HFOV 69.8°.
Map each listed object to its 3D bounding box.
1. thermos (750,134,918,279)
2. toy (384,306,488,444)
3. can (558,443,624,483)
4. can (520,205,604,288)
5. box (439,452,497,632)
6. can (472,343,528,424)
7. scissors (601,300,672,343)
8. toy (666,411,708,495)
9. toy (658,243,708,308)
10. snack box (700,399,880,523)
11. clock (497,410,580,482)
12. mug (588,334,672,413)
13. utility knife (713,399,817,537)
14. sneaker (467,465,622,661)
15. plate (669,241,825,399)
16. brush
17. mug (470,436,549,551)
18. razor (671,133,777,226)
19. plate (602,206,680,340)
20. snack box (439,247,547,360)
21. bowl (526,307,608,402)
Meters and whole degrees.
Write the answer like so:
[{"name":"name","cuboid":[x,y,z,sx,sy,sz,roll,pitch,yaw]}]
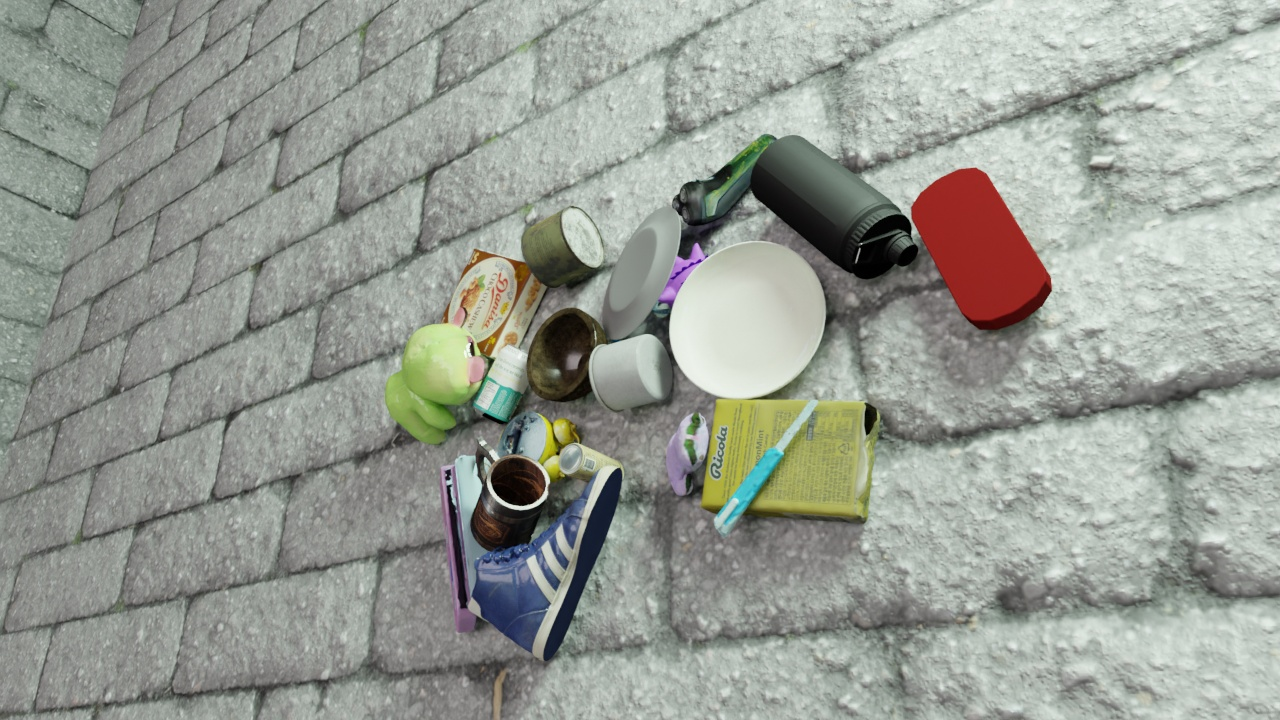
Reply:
[{"name":"thermos","cuboid":[0.209,-0.160,0.986,0.086,0.086,0.198,-49,48,10]},{"name":"toy","cuboid":[-0.288,0.023,1.265,0.197,0.107,0.150,-59,43,39]},{"name":"can","cuboid":[-0.056,0.125,1.072,0.038,0.079,0.038,-17,60,32]},{"name":"can","cuboid":[-0.104,-0.152,1.230,0.075,0.089,0.089,-23,57,30]},{"name":"box","cuboid":[-0.201,0.230,1.177,0.090,0.091,0.214,107,154,-52]},{"name":"can","cuboid":[-0.181,0.032,1.231,0.055,0.055,0.101,24,86,42]},{"name":"scissors","cuboid":[-0.007,-0.076,1.173,0.140,0.013,0.118,-32,54,26]},{"name":"toy","cuboid":[0.052,0.104,1.001,0.100,0.036,0.080,118,155,-67]},{"name":"toy","cuboid":[0.056,-0.089,1.095,0.088,0.056,0.106,-37,75,3]},{"name":"snack box","cuboid":[0.154,0.101,0.940,0.181,0.045,0.121,-2,72,36]},{"name":"clock","cuboid":[-0.124,0.110,1.149,0.119,0.057,0.083,0,70,39]},{"name":"mug","cuboid":[-0.006,0.006,1.095,0.071,0.084,0.112,-15,29,30]},{"name":"utility knife","cuboid":[0.127,0.107,0.915,0.167,0.015,0.022,-54,51,11]},{"name":"sneaker","cuboid":[-0.116,0.210,1.054,0.118,0.091,0.233,21,93,19]},{"name":"plate","cuboid":[0.121,-0.042,1.023,0.183,0.034,0.182,-8,72,26]},{"name":"brush","cuboid":[0.332,-0.107,0.894,0.082,0.042,0.173,-32,53,23]},{"name":"mug","cuboid":[-0.168,0.160,1.104,0.116,0.079,0.107,46,141,18]},{"name":"razor","cuboid":[0.105,-0.223,1.115,0.151,0.067,0.054,-41,51,6]},{"name":"plate","cuboid":[-0.005,-0.110,1.136,0.179,0.012,0.178,-46,31,39]},{"name":"snack box","cuboid":[-0.213,-0.079,1.316,0.147,0.041,0.143,20,83,42]},{"name":"bowl","cuboid":[-0.083,-0.001,1.166,0.121,0.056,0.121,-17,62,37]}]
